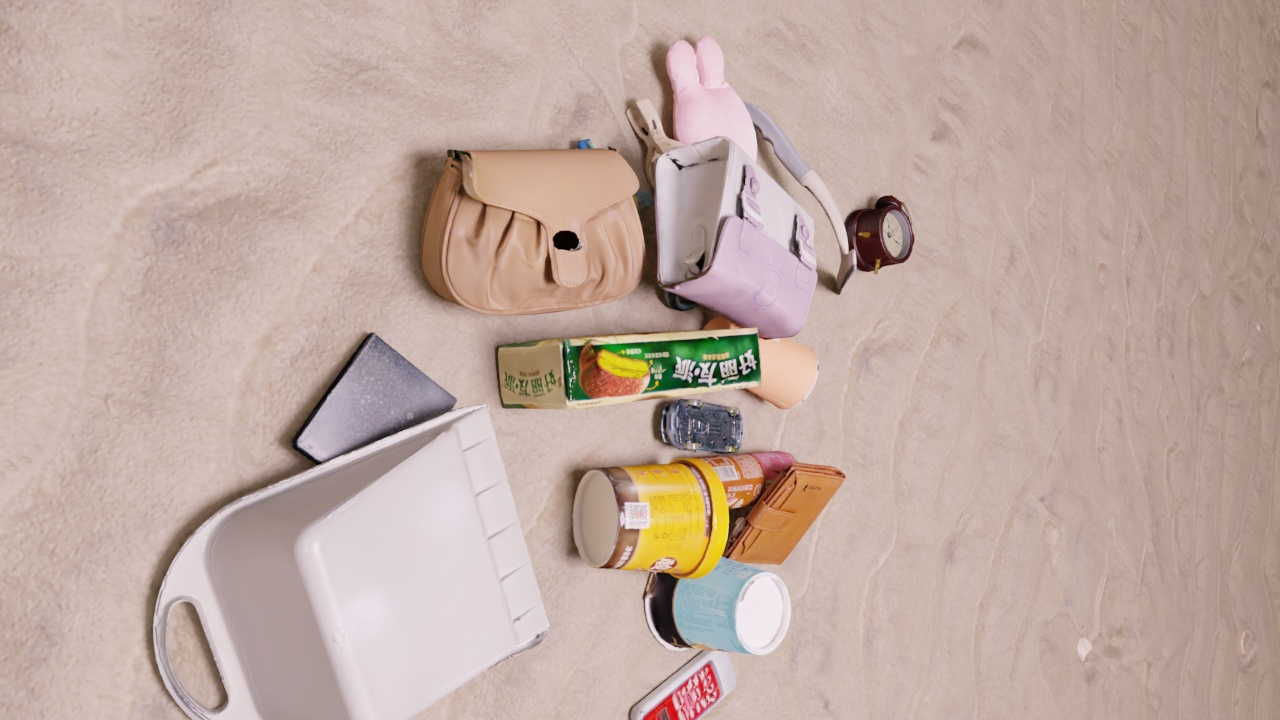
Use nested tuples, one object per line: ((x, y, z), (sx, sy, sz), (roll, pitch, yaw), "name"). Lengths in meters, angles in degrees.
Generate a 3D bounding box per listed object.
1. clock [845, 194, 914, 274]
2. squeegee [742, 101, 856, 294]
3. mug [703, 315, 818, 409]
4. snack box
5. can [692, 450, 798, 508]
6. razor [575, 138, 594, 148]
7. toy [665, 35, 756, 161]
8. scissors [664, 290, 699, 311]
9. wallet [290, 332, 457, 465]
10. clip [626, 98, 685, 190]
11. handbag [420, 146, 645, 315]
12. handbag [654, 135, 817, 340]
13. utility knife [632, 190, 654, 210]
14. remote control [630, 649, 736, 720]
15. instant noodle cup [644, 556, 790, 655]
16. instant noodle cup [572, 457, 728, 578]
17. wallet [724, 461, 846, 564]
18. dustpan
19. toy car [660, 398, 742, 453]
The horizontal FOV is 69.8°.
((0.314, -0.164, 1.184), (0.121, 0.055, 0.082), (-40, 111, -35), "clock")
((0.189, -0.200, 1.051), (0.039, 0.246, 0.246), (-30, 84, 7), "squeegee")
((0.127, -0.002, 1.013), (0.122, 0.078, 0.078), (24, 72, -31), "mug")
((-0.005, 0.005, 0.879), (0.239, 0.115, 0.063), (-5, 91, -39), "snack box")
((0.108, 0.130, 0.997), (0.147, 0.058, 0.058), (0, 87, -39), "can")
((-0.096, -0.173, 0.878), (0.142, 0.022, 0.042), (-27, 79, -32), "razor")
((0.077, -0.271, 1.001), (0.121, 0.054, 0.159), (-27, 104, -44), "toy")
((0.074, -0.142, 0.983), (0.174, 0.019, 0.177), (-43, 135, -31), "scissors")
((-0.215, 0.050, 0.756), (0.097, 0.019, 0.120), (43, 54, -24), "wallet")
((0.016, -0.217, 0.973), (0.034, 0.089, 0.104), (-36, 78, -33), "clip")
((-0.087, -0.115, 0.818), (0.204, 0.100, 0.148), (-10, 106, -32), "handbag")
((0.100, -0.113, 0.906), (0.196, 0.099, 0.144), (24, 67, -52), "handbag")
((-0.050, -0.141, 0.913), (0.174, 0.019, 0.031), (-25, 109, -29), "utility knife")
((0.048, 0.352, 0.958), (0.135, 0.020, 0.056), (-26, 102, -37), "remote control")
((0.083, 0.248, 0.928), (0.111, 0.121, 0.111), (3, 85, -38), "instant noodle cup")
((0.006, 0.151, 0.882), (0.114, 0.119, 0.118), (6, 83, -31), "instant noodle cup")
((0.157, 0.168, 1.002), (0.107, 0.031, 0.132), (14, 115, -46), "wallet")
((-0.226, 0.180, 0.726), (0.257, 0.143, 0.223), (-30, 110, -55), "dustpan")
((0.068, 0.072, 0.985), (0.120, 0.037, 0.054), (11, 78, -48), "toy car")
